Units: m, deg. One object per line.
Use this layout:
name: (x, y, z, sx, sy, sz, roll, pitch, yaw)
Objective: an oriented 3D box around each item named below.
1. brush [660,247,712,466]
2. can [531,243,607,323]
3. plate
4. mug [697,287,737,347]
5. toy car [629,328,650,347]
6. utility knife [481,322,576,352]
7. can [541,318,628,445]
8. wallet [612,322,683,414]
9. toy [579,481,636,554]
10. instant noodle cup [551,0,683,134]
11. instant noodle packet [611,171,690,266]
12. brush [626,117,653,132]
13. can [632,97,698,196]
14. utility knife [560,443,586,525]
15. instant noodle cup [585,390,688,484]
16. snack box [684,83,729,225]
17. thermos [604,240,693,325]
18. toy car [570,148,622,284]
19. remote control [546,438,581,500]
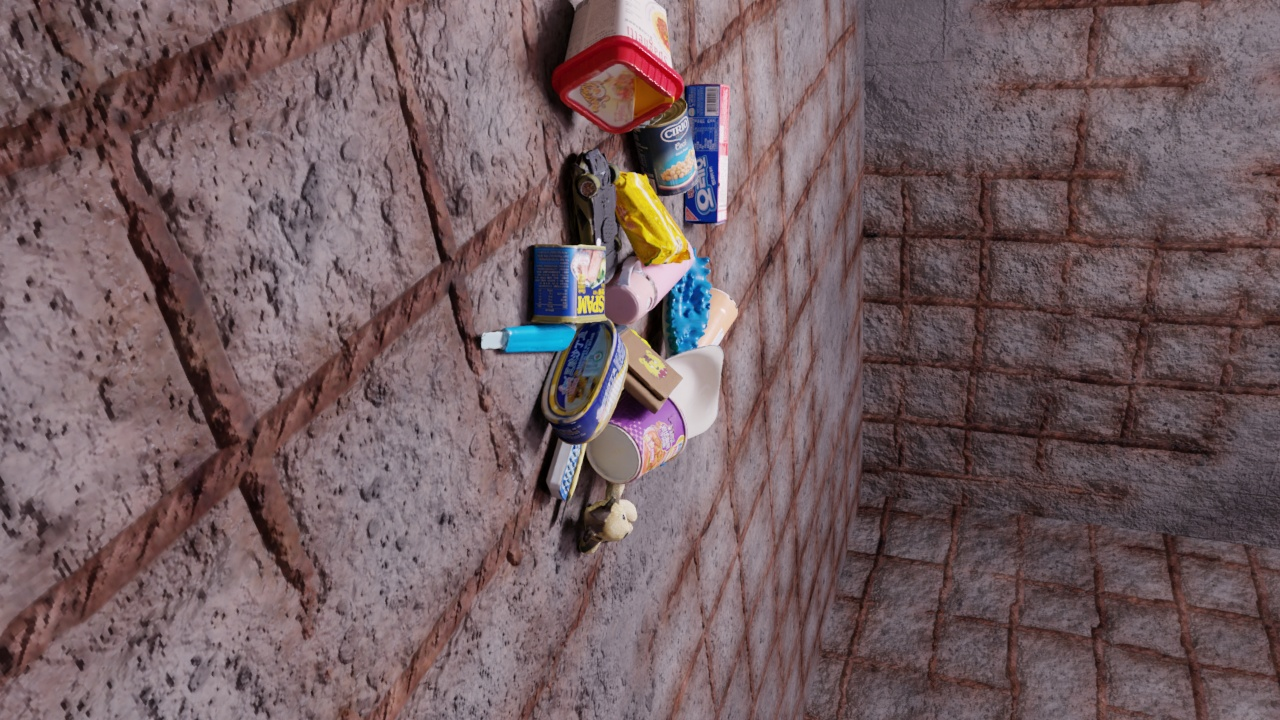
brush: (0.054, -0.001, 1.339, 0.109, 0.060, 0.314, 165, -70, -76)
can: (-0.076, -0.084, 0.999, 0.102, 0.057, 0.083, -13, 106, -68)
plate: (0.038, 0.052, 1.274, 0.163, 0.034, 0.165, -20, 133, -26)
mug: (0.095, -0.045, 1.430, 0.078, 0.078, 0.122, 74, 34, -43)
toy car: (-0.004, -0.009, 1.235, 0.105, 0.032, 0.048, 44, 54, -66)
utility knife: (-0.117, -0.023, 0.959, 0.182, 0.018, 0.034, -7, 122, -67)
can: (-0.062, 0.020, 1.037, 0.049, 0.075, 0.147, 63, 39, -50)
wallet: (-0.007, 0.007, 1.134, 0.033, 0.115, 0.090, -47, -179, 33)
toy: (-0.035, 0.203, 1.161, 0.105, 0.066, 0.157, -59, 167, -2)
instant noodle cup: (-0.023, -0.331, 0.988, 0.116, 0.117, 0.124, 24, 59, -43)
instant noodle packet: (0.006, -0.173, 1.133, 0.128, 0.044, 0.110, 59, 27, 7)
brush: (-0.015, -0.347, 1.092, 0.069, 0.063, 0.146, -1, 99, -46)
can: (0.032, -0.279, 1.203, 0.111, 0.075, 0.075, 75, 29, -43)
utility knife: (-0.072, 0.112, 1.103, 0.031, 0.019, 0.183, 122, -22, -69)
instant noodle cup: (-0.010, 0.099, 1.154, 0.099, 0.112, 0.112, -35, 128, -53)
snack box: (0.101, -0.313, 1.400, 0.058, 0.057, 0.207, -34, 126, -66)
thermos: (0.009, -0.116, 1.192, 0.198, 0.067, 0.087, -47, 149, -57)
toy car: (-0.052, -0.164, 1.061, 0.070, 0.042, 0.158, -46, 137, -58)
remote control: (-0.082, 0.097, 1.063, 0.049, 0.024, 0.124, 84, 21, -65)
